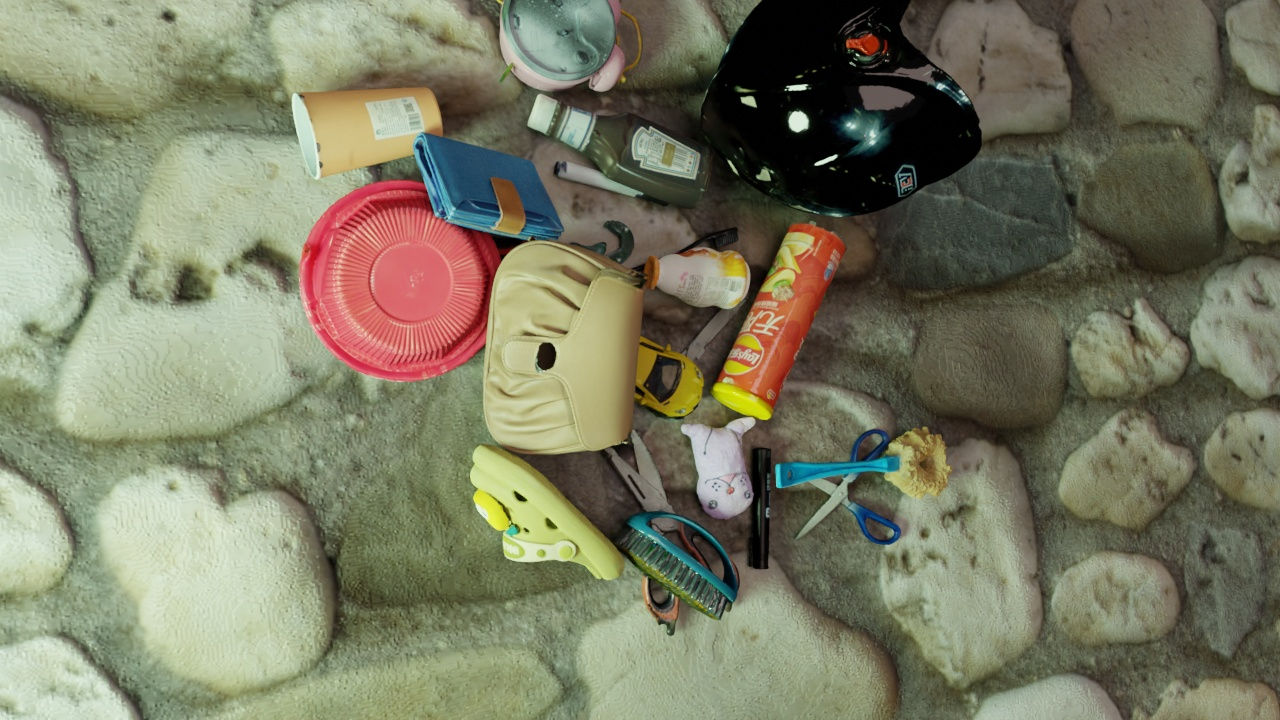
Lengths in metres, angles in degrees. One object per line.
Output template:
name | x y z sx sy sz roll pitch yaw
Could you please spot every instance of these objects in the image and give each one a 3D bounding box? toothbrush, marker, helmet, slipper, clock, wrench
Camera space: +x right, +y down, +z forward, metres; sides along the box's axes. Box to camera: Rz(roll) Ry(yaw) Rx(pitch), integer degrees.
toothbrush | 0.027 -0.107 0.988 0.189 0.014 0.018 -23 107 -19
marker | -0.028 -0.186 0.968 0.130 0.022 0.018 11 121 -20
marker | 0.131 0.162 1.005 0.022 0.020 0.132 1 87 9
helmet | 0.200 -0.258 0.938 0.230 0.233 0.274 -42 62 -3
slipper | -0.098 0.161 0.884 0.190 0.092 0.081 44 75 -16
clock | -0.071 -0.334 0.942 0.158 0.060 0.117 -5 87 -19
wrench | -0.135 -0.114 0.926 0.273 0.016 0.056 -3 87 -20

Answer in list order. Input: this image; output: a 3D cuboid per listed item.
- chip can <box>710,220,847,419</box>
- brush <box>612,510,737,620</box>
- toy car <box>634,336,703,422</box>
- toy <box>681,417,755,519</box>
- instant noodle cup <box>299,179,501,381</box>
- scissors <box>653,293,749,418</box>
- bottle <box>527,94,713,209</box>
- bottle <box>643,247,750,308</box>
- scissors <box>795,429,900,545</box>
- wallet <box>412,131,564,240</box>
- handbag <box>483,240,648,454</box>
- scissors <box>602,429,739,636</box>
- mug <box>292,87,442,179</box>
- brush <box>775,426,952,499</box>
chip can | 0.152 -0.044 0.999 0.073 0.073 0.216 31 75 -16
brush | 0.044 0.200 0.933 0.144 0.055 0.073 40 75 -13
toy car | -0.006 0.006 0.941 0.156 0.041 0.071 27 78 -3
toy | 0.089 0.116 0.981 0.083 0.039 0.108 -8 89 -14
instant noodle cup | -0.216 -0.074 0.855 0.193 0.066 0.194 -2 95 -21
scissors | 0.065 -0.007 0.997 0.174 0.014 0.136 -11 89 -22
bottle | -0.021 -0.223 0.956 0.195 0.044 0.079 20 59 -13
bottle | 0.059 -0.089 0.971 0.108 0.063 0.063 3 85 -21
scissors | 0.238 0.147 1.048 0.173 0.012 0.162 30 77 -16
wallet | -0.143 -0.163 0.873 0.132 0.040 0.106 4 52 -44
handbag | -0.074 -0.009 0.867 0.148 0.099 0.204 6 99 7
scissors | 0.025 0.185 0.965 0.195 0.015 0.215 18 81 -18
mug | -0.253 -0.219 0.860 0.122 0.078 0.078 -17 92 -25
brush | 0.250 0.119 1.019 0.254 0.046 0.083 -1 89 -29
